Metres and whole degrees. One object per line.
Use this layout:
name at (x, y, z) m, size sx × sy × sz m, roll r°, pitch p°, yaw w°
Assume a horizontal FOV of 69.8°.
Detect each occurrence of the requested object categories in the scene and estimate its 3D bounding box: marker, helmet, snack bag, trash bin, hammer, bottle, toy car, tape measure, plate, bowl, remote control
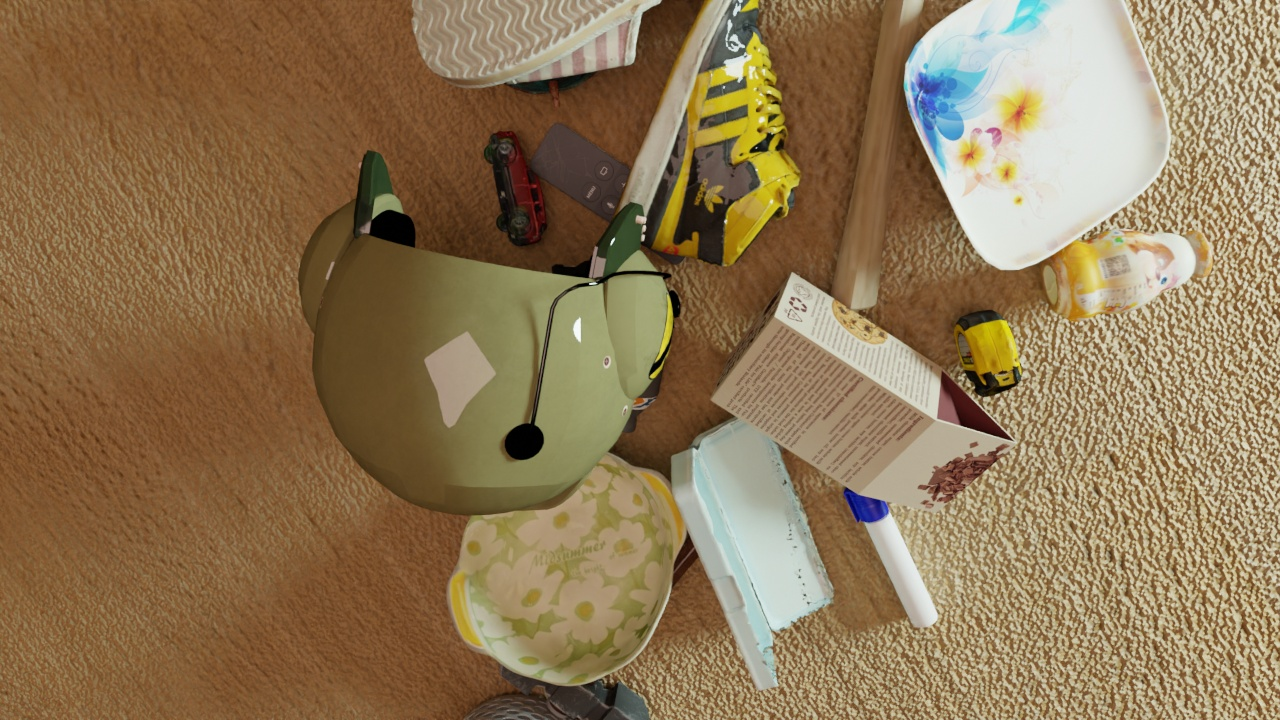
marker at (0.211, 0.163, 0.771) m, size 0.027 × 0.023 × 0.133 m, roll -21°, pitch 101°, yaw 32°
helmet at (-0.106, -0.009, 0.635) m, size 0.250 × 0.255 × 0.233 m, roll 12°, pitch 99°, yaw 4°
snack bag at (0.171, 0.037, 0.705) m, size 0.206 × 0.069 × 0.095 m, roll 32°, pitch 129°, yaw -2°
trash bin at (-0.118, 0.395, 0.779) m, size 0.156 × 0.183 × 0.156 m, roll 1°, pitch 103°, yaw 6°
hammer at (0.180, -0.194, 0.663) m, size 0.117 × 0.051 × 0.323 m, roll -11°, pitch 116°, yaw -36°
hammer at (0.022, 0.189, 0.793) m, size 0.156 × 0.043 × 0.323 m, roll 38°, pitch 102°, yaw -3°
bottle at (-0.004, 0.004, 0.746) m, size 0.047 × 0.047 × 0.112 m, roll 11°, pitch 104°, yaw 4°
toy car at (-0.099, -0.136, 0.727) m, size 0.036 × 0.042 × 0.091 m, roll -21°, pitch 108°, yaw -19°
tape measure at (0.268, -0.008, 0.703) m, size 0.037 × 0.065 × 0.064 m, roll -15°, pitch 79°, yaw 8°
bottle at (0.359, -0.067, 0.680) m, size 0.109 × 0.063 × 0.063 m, roll -11°, pitch 102°, yaw 9°
plate at (0.283, -0.176, 0.656) m, size 0.187 × 0.016 × 0.187 m, roll -33°, pitch 104°, yaw -8°
bowl at (-0.054, 0.168, 0.760) m, size 0.219 × 0.060 × 0.188 m, roll -30°, pitch 67°, yaw 11°
remote control at (-0.018, -0.133, 0.735) m, size 0.146 × 0.008 × 0.045 m, roll 33°, pitch 104°, yaw -2°

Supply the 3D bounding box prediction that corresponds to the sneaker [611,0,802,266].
sneaker at (0.075, -0.179, 0.669) m, size 0.122 × 0.086 × 0.239 m, roll 24°, pitch 106°, yaw -5°

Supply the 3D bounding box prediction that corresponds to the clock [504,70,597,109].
clock at (-0.067, -0.277, 0.677) m, size 0.121 × 0.073 × 0.157 m, roll 28°, pitch 89°, yaw -6°

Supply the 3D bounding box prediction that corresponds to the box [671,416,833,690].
box at (0.091, 0.150, 0.732) m, size 0.122 × 0.078 × 0.197 m, roll -31°, pitch 111°, yaw -22°

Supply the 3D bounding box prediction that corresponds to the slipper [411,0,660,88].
slipper at (-0.024, -0.257, 0.612) m, size 0.263 × 0.052 × 0.115 m, roll -22°, pitch 83°, yaw 7°
